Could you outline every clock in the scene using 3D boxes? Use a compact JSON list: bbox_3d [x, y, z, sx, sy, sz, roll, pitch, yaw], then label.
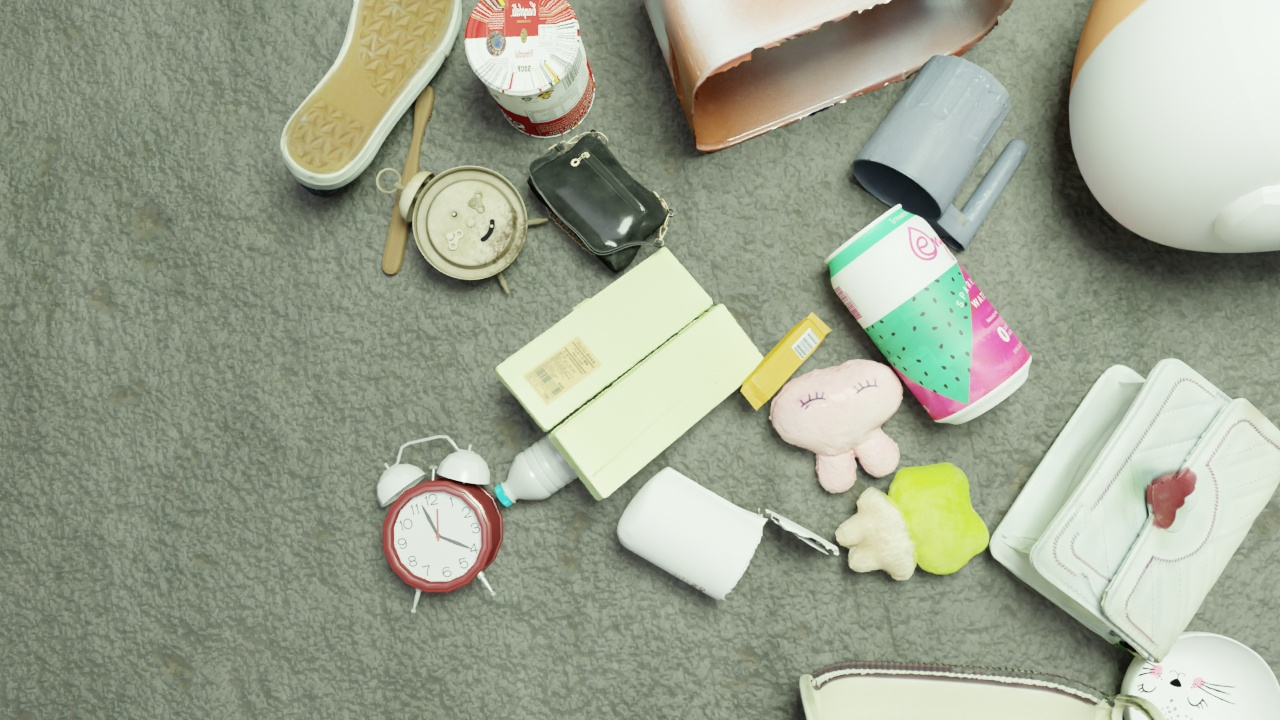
[{"bbox_3d":[-0.157,-0.121,0.772,0.141,0.054,0.093,28,89,-3],"label":"clock"},{"bbox_3d":[-0.167,0.132,0.764,0.096,0.048,0.137,-13,88,3],"label":"clock"}]

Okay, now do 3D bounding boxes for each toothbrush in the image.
[{"bbox_3d":[-0.200,-0.156,0.796,0.016,0.016,0.167,12,90,4],"label":"toothbrush"}]

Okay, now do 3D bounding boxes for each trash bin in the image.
[{"bbox_3d":[0.133,-0.293,0.699,0.260,0.181,0.157,-22,84,3],"label":"trash bin"}]

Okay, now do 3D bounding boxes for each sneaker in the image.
[{"bbox_3d":[-0.220,-0.234,0.775,0.087,0.079,0.235,25,71,-5],"label":"sneaker"}]

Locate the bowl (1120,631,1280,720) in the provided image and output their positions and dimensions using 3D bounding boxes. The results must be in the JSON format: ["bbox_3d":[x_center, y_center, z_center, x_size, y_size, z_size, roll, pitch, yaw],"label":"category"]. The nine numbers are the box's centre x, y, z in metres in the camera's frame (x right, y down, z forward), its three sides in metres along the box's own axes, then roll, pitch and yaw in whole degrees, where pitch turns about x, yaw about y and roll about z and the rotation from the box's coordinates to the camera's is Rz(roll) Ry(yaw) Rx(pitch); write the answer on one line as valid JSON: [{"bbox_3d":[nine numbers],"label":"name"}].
[{"bbox_3d":[0.429,0.266,0.718,0.115,0.050,0.114,0,87,4],"label":"bowl"}]

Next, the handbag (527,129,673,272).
[{"bbox_3d":[-0.032,-0.135,0.765,0.079,0.054,0.128,-44,83,-3],"label":"handbag"}]

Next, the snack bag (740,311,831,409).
[{"bbox_3d":[0.118,0.000,0.752,0.026,0.020,0.099,47,70,-7],"label":"snack bag"}]

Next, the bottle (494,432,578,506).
[{"bbox_3d":[-0.060,0.076,0.761,0.136,0.044,0.044,-34,86,2],"label":"bottle"}]

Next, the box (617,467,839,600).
[{"bbox_3d":[0.069,0.144,0.733,0.165,0.084,0.094,32,81,3],"label":"box"}]

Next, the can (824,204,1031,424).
[{"bbox_3d":[0.225,-0.035,0.725,0.088,0.088,0.166,-37,86,1],"label":"can"}]

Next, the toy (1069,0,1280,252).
[{"bbox_3d":[0.441,-0.213,0.636,0.263,0.266,0.280,-2,72,1],"label":"toy"}]

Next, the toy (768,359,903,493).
[{"bbox_3d":[0.166,0.053,0.747,0.108,0.053,0.105,-22,101,1],"label":"toy"}]

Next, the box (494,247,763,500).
[{"bbox_3d":[-0.005,0.004,0.737,0.186,0.030,0.138,-36,86,-22],"label":"box"}]

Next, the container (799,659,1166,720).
[{"bbox_3d":[0.241,0.311,0.671,0.252,0.184,0.143,2,99,5],"label":"container"}]

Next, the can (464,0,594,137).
[{"bbox_3d":[-0.086,-0.239,0.740,0.086,0.116,0.086,0,87,4],"label":"can"}]

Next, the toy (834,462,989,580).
[{"bbox_3d":[0.216,0.134,0.739,0.118,0.043,0.092,-22,92,-2],"label":"toy"}]

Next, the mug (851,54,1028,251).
[{"bbox_3d":[0.248,-0.166,0.741,0.124,0.084,0.104,35,88,-19],"label":"mug"}]

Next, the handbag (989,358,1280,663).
[{"bbox_3d":[0.386,0.112,0.699,0.142,0.096,0.198,36,83,2],"label":"handbag"}]
